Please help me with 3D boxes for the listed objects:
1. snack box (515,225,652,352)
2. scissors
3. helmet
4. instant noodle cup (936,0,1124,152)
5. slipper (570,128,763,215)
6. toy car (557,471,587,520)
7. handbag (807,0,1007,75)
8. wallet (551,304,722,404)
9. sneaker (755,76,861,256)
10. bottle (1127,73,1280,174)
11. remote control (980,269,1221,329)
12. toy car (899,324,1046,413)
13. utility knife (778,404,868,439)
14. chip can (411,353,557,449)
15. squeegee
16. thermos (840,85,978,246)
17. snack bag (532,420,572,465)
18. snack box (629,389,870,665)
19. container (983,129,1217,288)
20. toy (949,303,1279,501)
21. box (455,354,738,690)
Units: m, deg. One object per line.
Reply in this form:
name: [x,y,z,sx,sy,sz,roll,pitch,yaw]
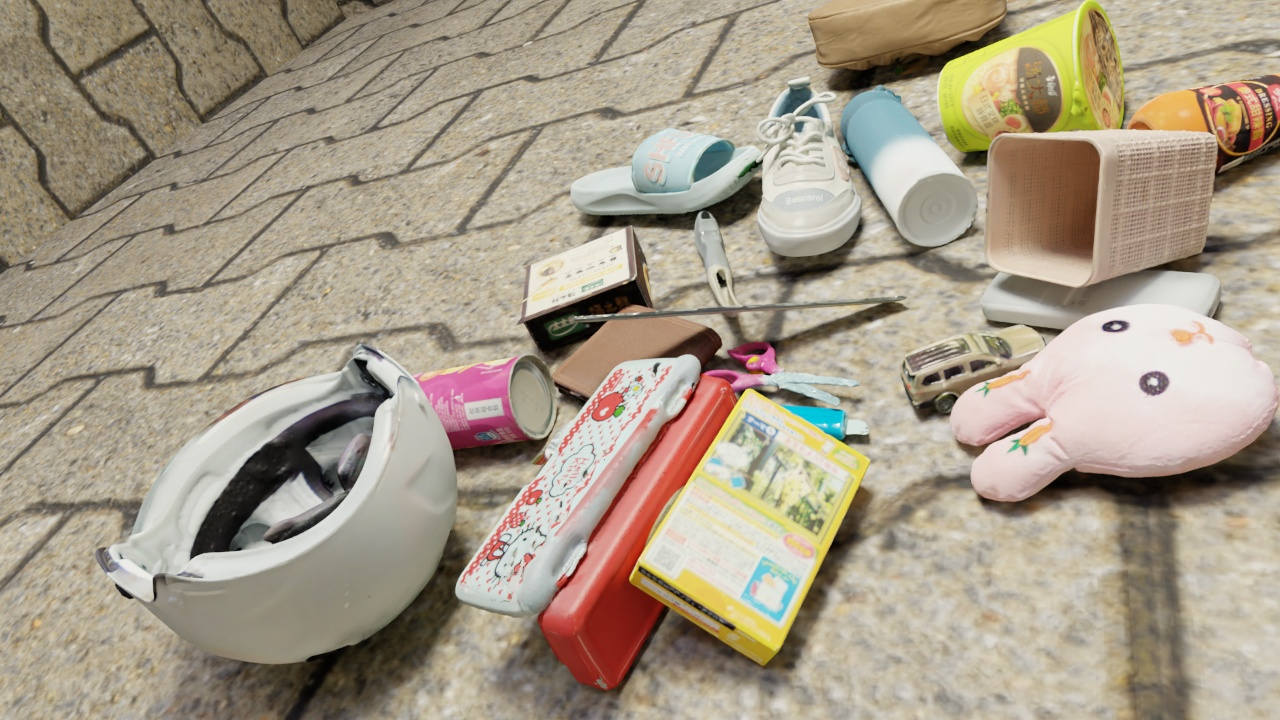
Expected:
snack box: [-0.051,-0.065,0.846,0.113,0.053,0.125,-20,34,10]
scissors: [0.092,0.017,0.654,0.083,0.017,0.138,-30,27,-19]
helmet: [-0.227,0.111,0.640,0.259,0.146,0.228,3,41,50]
instant noodle cup: [0.321,-0.225,0.767,0.124,0.112,0.111,-5,38,44]
slipper: [0.021,-0.201,0.956,0.246,0.074,0.103,3,31,42]
toy car: [-0.019,0.089,0.626,0.090,0.034,0.043,-23,26,-21]
handbag: [0.293,-0.375,1.002,0.205,0.100,0.147,-2,33,34]
wallet: [-0.004,0.004,0.740,0.101,0.032,0.125,-44,36,-20]
sneaker: [0.148,-0.182,0.821,0.089,0.091,0.241,-4,36,11]
bottle: [0.430,-0.172,0.652,0.149,0.067,0.066,-17,33,3]
remote control: [0.294,-0.039,0.594,0.136,0.020,0.055,12,49,45]
toy car: [0.212,0.002,0.583,0.090,0.035,0.042,-17,35,10]
utility knife: [0.082,0.042,0.634,0.160,0.018,0.034,1,28,35]
chip can: [-0.176,0.044,0.767,0.211,0.071,0.071,-9,37,25]
squeegee: [0.068,-0.077,0.790,0.246,0.039,0.246,-4,26,-1]
thermos: [0.224,-0.174,0.797,0.070,0.070,0.220,-20,32,10]
snack bag: [-0.036,0.055,0.678,0.104,0.026,0.048,-24,20,42]
snack box: [0.065,0.090,0.524,0.087,0.034,0.140,30,57,9]
container: [0.297,-0.104,0.590,0.110,0.090,0.090,-11,18,-21]
toy: [0.255,0.024,0.508,0.160,0.054,0.121,-25,33,17]
box: [-0.021,0.087,0.567,0.102,0.095,0.200,8,48,35]
